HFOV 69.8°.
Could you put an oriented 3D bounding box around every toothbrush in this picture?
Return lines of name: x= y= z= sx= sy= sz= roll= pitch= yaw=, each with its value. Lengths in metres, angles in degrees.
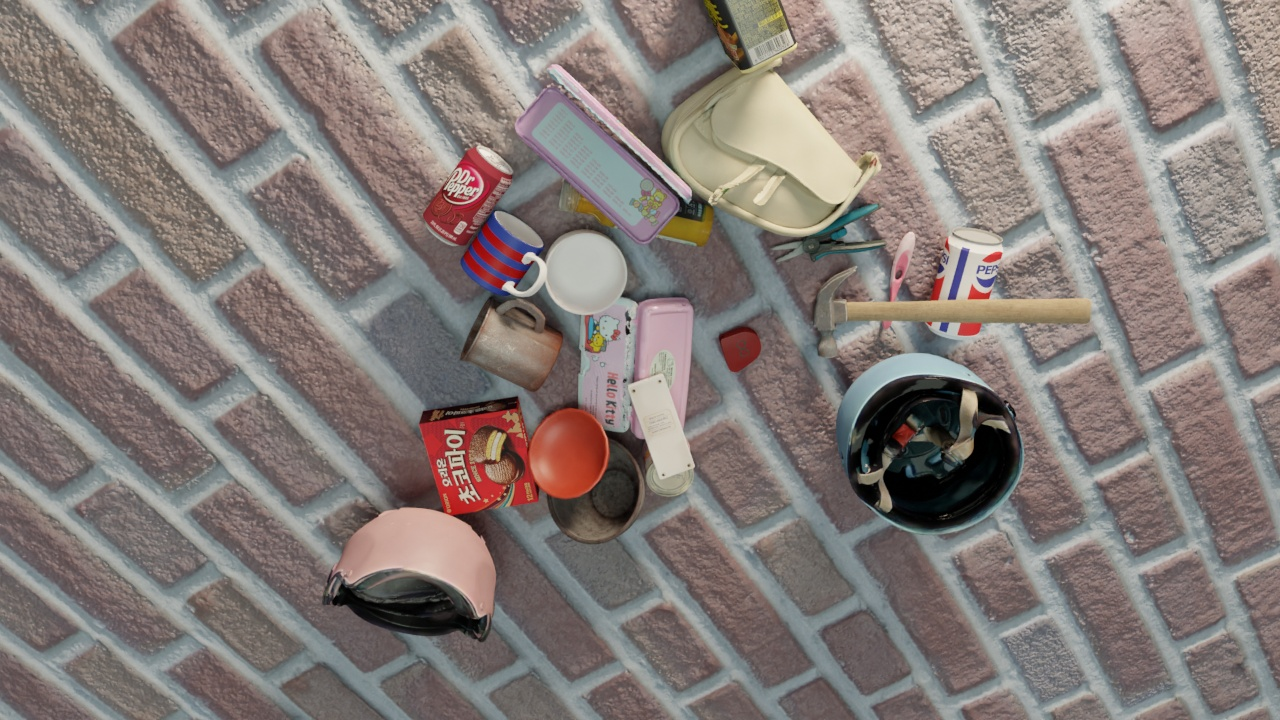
toothbrush: x=0.337 y=-0.105 z=1.204 sx=0.021 sy=0.016 sz=0.135 roll=6 pitch=113 yaw=-7

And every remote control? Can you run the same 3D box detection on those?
remote control: x=0.027 y=0.088 z=1.207 sx=0.050 sy=0.011 sz=0.136 roll=-19 pitch=102 yaw=-2

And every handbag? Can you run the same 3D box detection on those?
handbag: x=0.155 y=-0.236 z=1.072 sx=0.229 sy=0.132 sz=0.184 roll=40 pitch=102 yaw=-22

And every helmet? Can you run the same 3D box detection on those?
helmet: x=-0.311 y=0.295 z=1.275 sx=0.230 sy=0.152 sz=0.256 roll=10 pitch=145 yaw=-6
helmet: x=0.378 y=0.101 z=1.222 sx=0.226 sy=0.166 sz=0.265 roll=-35 pitch=111 yaw=15

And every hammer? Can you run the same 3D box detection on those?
hammer: x=0.382 y=-0.060 z=1.153 sx=0.332 sy=0.030 sz=0.119 roll=2 pitch=112 yaw=23

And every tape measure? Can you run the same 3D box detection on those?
tape measure: x=0.136 y=-0.016 z=1.233 sx=0.051 sy=0.019 sz=0.059 roll=-18 pitch=123 yaw=3

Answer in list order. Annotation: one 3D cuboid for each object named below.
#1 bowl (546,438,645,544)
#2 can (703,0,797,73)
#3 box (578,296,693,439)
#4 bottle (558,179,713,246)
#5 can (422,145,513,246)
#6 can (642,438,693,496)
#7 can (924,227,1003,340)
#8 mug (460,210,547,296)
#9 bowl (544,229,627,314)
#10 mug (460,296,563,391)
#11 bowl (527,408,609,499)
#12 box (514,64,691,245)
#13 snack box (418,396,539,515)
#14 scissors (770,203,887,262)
bowl: x=-0.051 y=0.182 z=1.272 sx=0.145 sy=0.145 sz=0.067 roll=-36 pitch=156 yaw=13
can: x=0.112 y=-0.380 z=0.991 sx=0.072 sy=0.130 sz=0.101 roll=-25 pitch=118 yaw=8
box: x=-0.007 y=0.011 z=1.217 sx=0.155 sy=0.058 sz=0.202 roll=1 pitch=115 yaw=-4
bottle: x=-0.006 y=-0.184 z=1.123 sx=0.186 sy=0.053 sz=0.053 roll=11 pitch=115 yaw=-8
can: x=-0.206 y=-0.196 z=1.098 sx=0.063 sy=0.063 sz=0.114 roll=35 pitch=109 yaw=-18
can: x=0.038 y=0.141 z=1.272 sx=0.067 sy=0.076 sz=0.067 roll=-1 pitch=116 yaw=-3
can: x=0.416 y=-0.098 z=1.180 sx=0.070 sy=0.070 sz=0.132 roll=4 pitch=116 yaw=-6
mug: x=-0.158 y=-0.119 z=1.117 sx=0.076 sy=0.112 sz=0.074 roll=-51 pitch=152 yaw=19
bowl: x=-0.071 y=-0.114 z=1.148 sx=0.105 sy=0.054 sz=0.105 roll=-3 pitch=113 yaw=-8
mug: x=-0.156 y=-0.029 z=1.163 sx=0.110 sy=0.096 sz=0.123 roll=23 pitch=135 yaw=-20
bowl: x=-0.091 y=0.127 z=1.244 sx=0.122 sy=0.122 sz=0.035 roll=-36 pitch=156 yaw=13
box: x=-0.042 y=-0.231 z=1.042 sx=0.214 sy=0.092 sz=0.090 roll=42 pitch=90 yaw=-4
snack box: x=-0.221 y=0.134 z=1.275 sx=0.132 sy=0.035 sz=0.152 roll=-9 pitch=116 yaw=1
scissors: x=0.249 y=-0.157 z=1.170 sx=0.120 sy=0.019 sz=0.151 roll=32 pitch=115 yaw=-21
